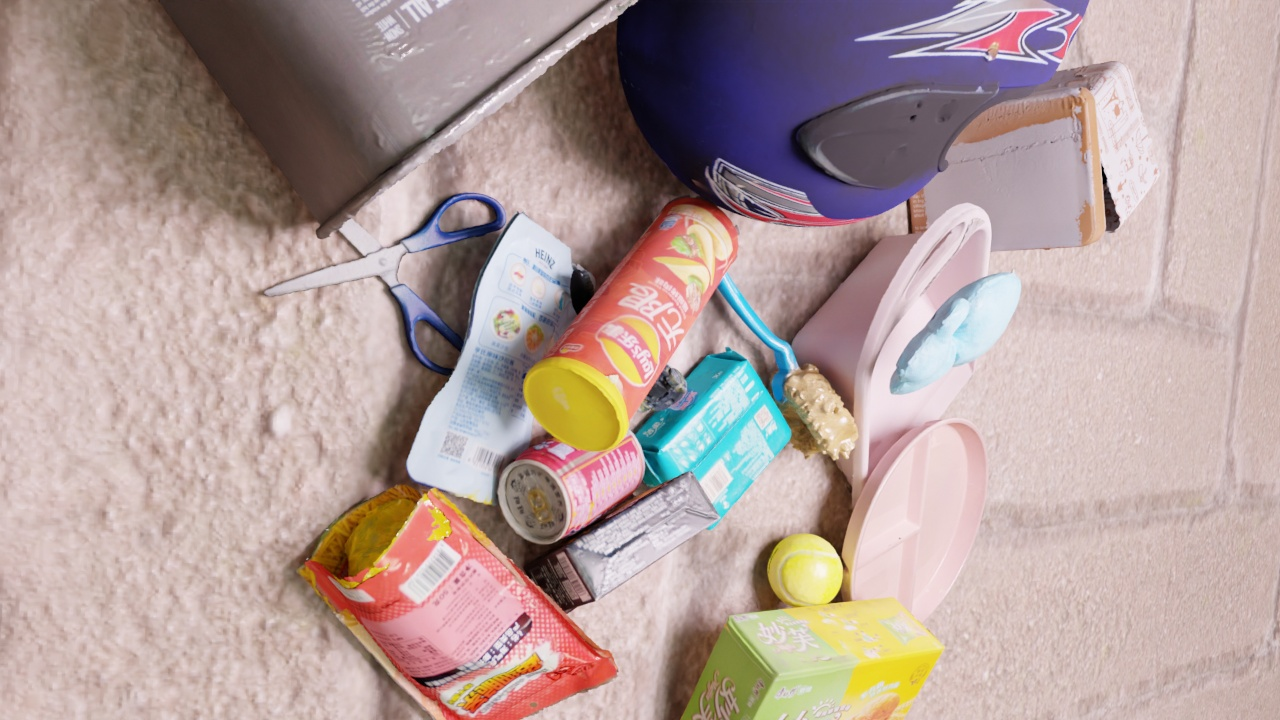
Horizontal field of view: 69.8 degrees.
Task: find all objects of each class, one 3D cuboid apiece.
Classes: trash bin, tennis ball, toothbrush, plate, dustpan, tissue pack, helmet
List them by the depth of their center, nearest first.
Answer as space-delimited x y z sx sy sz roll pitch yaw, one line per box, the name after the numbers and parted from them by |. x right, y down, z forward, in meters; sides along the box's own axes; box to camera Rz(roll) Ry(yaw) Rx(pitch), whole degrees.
-0.152 -0.213 0.481 0.198 0.199 0.220 -45 110 -22 | trash bin
0.135 -0.214 0.645 0.314 0.247 0.241 0 133 -29 | helmet
-0.031 0.020 0.679 0.016 0.014 0.189 -50 138 -54 | toothbrush
0.058 0.062 0.742 0.133 0.050 0.093 -44 116 -23 | tissue pack
0.145 0.185 0.807 0.065 0.066 0.065 -4 98 -34 | tennis ball
0.254 -0.001 0.818 0.222 0.139 0.273 -49 119 -21 | dustpan
0.265 0.161 0.887 0.228 0.028 0.230 -16 115 -38 | plate

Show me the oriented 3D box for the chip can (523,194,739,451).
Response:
0.001 -0.033 0.635 0.073 0.073 0.215 59 41 -25 | chip can

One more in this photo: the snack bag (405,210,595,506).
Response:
-0.091 0.003 0.631 0.110 0.039 0.191 28 80 -49 | snack bag

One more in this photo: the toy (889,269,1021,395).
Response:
0.259 -0.025 0.745 0.156 0.050 0.161 -41 159 -5 | toy

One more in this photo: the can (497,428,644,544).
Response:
-0.048 0.083 0.643 0.093 0.067 0.066 -25 111 -55 | can

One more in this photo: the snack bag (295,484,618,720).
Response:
-0.120 0.179 0.615 0.129 0.073 0.208 -33 118 5 | snack bag

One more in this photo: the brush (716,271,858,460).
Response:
0.102 -0.018 0.758 0.045 0.083 0.255 -39 108 -15 | brush

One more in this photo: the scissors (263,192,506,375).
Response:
-0.156 -0.063 0.603 0.162 0.012 0.175 -43 116 -22 | scissors

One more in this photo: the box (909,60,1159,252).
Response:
0.339 -0.172 0.831 0.148 0.181 0.146 -47 118 -21 | box

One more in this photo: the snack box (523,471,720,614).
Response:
-0.018 0.139 0.672 0.113 0.126 0.053 -27 85 -30 | snack box

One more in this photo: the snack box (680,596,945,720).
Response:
0.141 0.291 0.784 0.209 0.070 0.158 5 115 -36 | snack box

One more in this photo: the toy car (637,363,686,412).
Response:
-0.004 0.004 0.698 0.090 0.043 0.034 37 33 -28 | toy car
